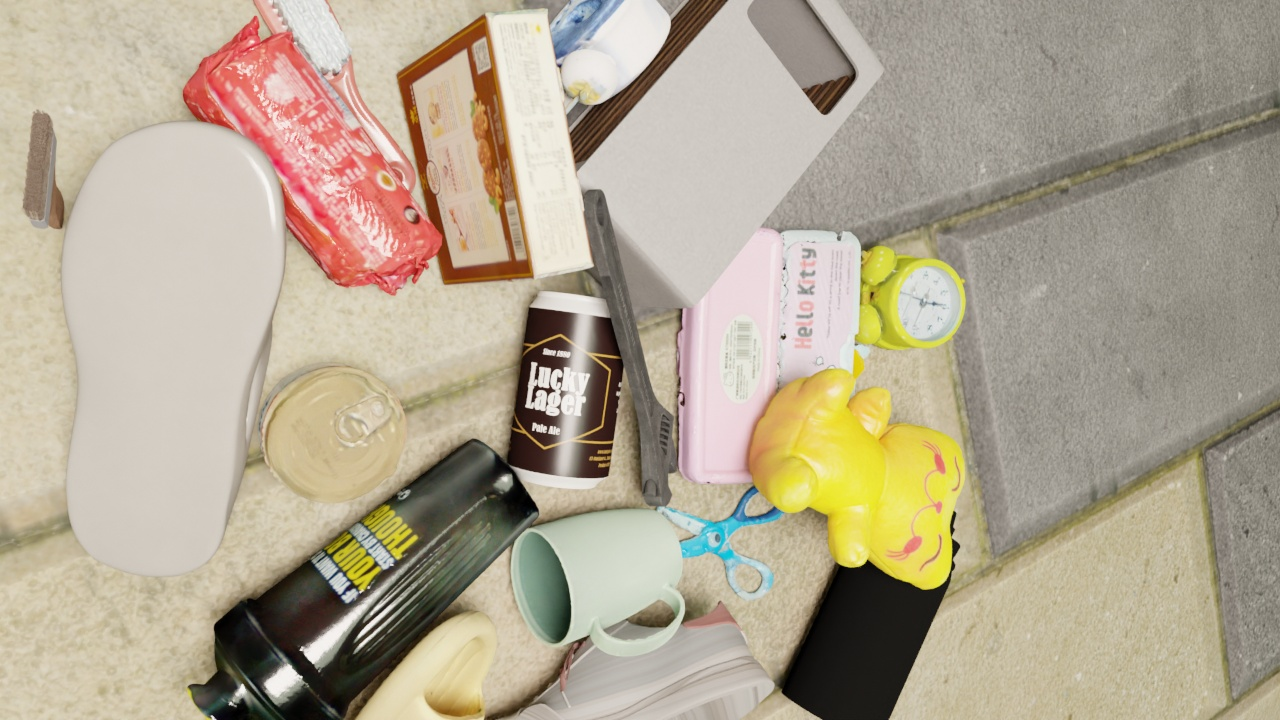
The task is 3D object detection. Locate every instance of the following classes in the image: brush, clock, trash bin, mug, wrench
[{"bbox_3d":[-0.296,-0.082,0.460,0.008,0.143,0.045,5,84,-29],"label":"brush"},{"bbox_3d":[-0.189,-0.178,0.570,0.040,0.030,0.172,-34,109,-20],"label":"brush"},{"bbox_3d":[-0.033,-0.207,0.614,0.052,0.089,0.125,40,76,-31],"label":"clock"},{"bbox_3d":[0.040,-0.161,0.639,0.114,0.115,0.228,45,75,-23],"label":"trash bin"},{"bbox_3d":[0.215,-0.050,0.772,0.119,0.057,0.083,8,93,-20],"label":"clock"},{"bbox_3d":[-0.020,0.157,0.644,0.103,0.111,0.084,-9,131,-36],"label":"mug"},{"bbox_3d":[-0.004,0.003,0.616,0.073,0.018,0.273,-75,159,-44],"label":"wrench"}]

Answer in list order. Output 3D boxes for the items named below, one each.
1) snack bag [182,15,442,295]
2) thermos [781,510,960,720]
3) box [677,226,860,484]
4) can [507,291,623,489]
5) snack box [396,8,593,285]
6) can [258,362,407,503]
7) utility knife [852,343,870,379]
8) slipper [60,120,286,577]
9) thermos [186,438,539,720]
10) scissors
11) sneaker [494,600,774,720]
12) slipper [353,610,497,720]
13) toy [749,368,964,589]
[{"bbox_3d":[-0.192,-0.112,0.545,0.082,0.082,0.176,-42,111,-18],"label":"snack bag"},{"bbox_3d":[0.200,0.208,0.772,0.086,0.086,0.198,32,80,-26],"label":"thermos"},{"bbox_3d":[0.103,-0.004,0.717,0.152,0.037,0.201,0,95,-17],"label":"box"},{"bbox_3d":[-0.049,0.020,0.635,0.071,0.072,0.128,8,91,-27],"label":"can"},{"bbox_3d":[-0.092,-0.120,0.558,0.041,0.147,0.143,-16,101,-31],"label":"snack box"},{"bbox_3d":[-0.195,0.044,0.580,0.086,0.043,0.086,-3,96,-27],"label":"can"},{"bbox_3d":[0.142,0.042,0.765,0.159,0.017,0.030,-44,117,-13],"label":"utility knife"},{"bbox_3d":[-0.262,-0.006,0.532,0.113,0.080,0.266,10,105,-7],"label":"slipper"},{"bbox_3d":[-0.168,0.146,0.581,0.220,0.098,0.098,-41,111,-23],"label":"thermos"},{"bbox_3d":[0.068,0.133,0.741,0.140,0.013,0.117,31,82,-24],"label":"scissors"},{"bbox_3d":[-0.027,0.238,0.669,0.236,0.089,0.099,-16,140,-7],"label":"sneaker"},{"bbox_3d":[-0.158,0.283,0.581,0.079,0.111,0.261,35,84,18],"label":"slipper"},{"bbox_3d":[0.164,0.094,0.692,0.193,0.088,0.134,26,68,-31],"label":"toy"}]
